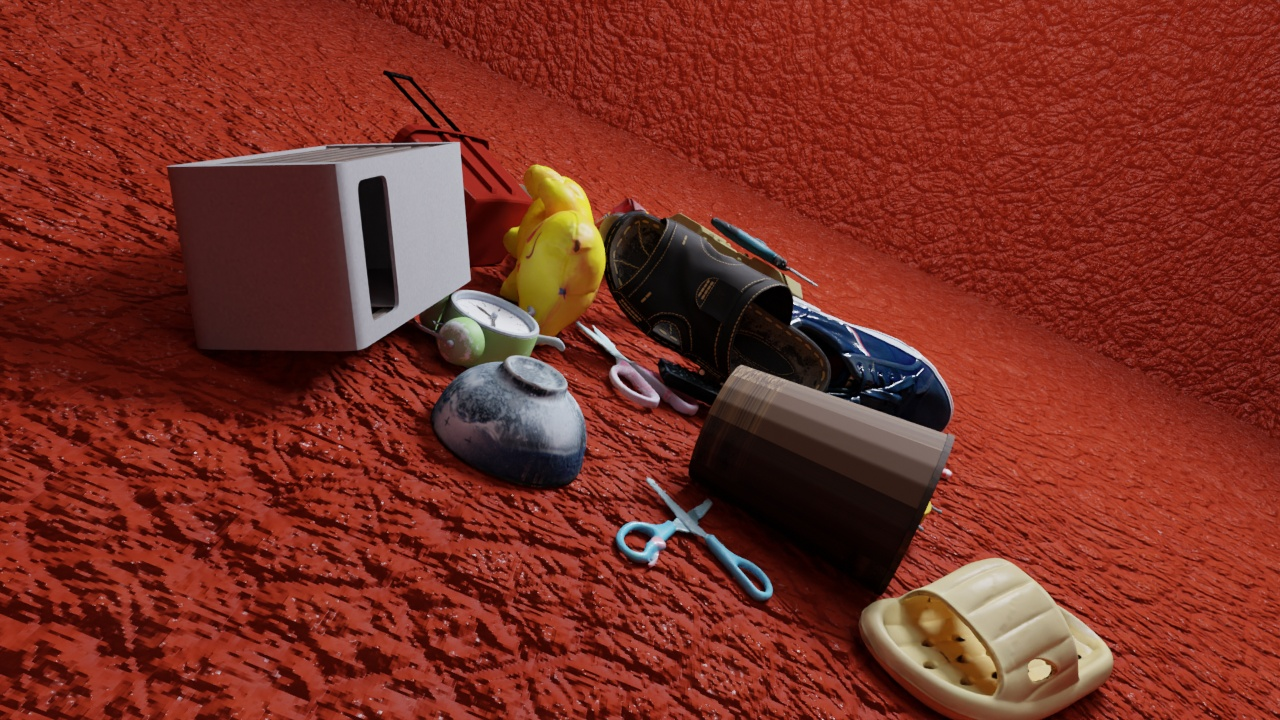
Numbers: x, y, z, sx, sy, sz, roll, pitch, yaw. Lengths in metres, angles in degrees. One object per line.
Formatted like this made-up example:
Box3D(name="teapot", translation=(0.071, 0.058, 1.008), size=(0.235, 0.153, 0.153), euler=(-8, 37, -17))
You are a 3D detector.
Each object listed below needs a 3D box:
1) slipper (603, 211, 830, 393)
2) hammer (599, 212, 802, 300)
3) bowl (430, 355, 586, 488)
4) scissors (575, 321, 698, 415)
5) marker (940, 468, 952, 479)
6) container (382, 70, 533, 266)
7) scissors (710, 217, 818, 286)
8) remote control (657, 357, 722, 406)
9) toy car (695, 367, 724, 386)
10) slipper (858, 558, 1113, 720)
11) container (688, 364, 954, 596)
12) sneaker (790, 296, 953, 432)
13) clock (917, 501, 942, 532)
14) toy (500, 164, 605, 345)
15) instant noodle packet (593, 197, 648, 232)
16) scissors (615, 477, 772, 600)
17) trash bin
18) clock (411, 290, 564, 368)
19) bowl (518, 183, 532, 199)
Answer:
Box3D(name="slipper", translation=(0.077, -0.045, 0.884), size=(0.268, 0.113, 0.076), euler=(37, -6, -6))
Box3D(name="hammer", translation=(0.044, -0.111, 1.048), size=(0.190, 0.101, 0.324), euler=(35, 10, 26))
Box3D(name="bowl", translation=(-0.084, 0.033, 0.649), size=(0.114, 0.061, 0.114), euler=(23, 20, -9))
Box3D(name="scissors", translation=(-0.024, 0.000, 0.889), size=(0.102, 0.016, 0.179), euler=(5, 28, -50))
Box3D(name="marker", translation=(0.287, 0.111, 0.998), size=(0.142, 0.013, 0.012), euler=(17, 20, -26))
Box3D(name="container", translation=(-0.227, -0.200, 0.990), size=(0.201, 0.127, 0.147), euler=(43, 24, 17))
Box3D(name="scissors", translation=(0.147, -0.132, 1.102), size=(0.127, 0.019, 0.142), euler=(27, 11, -28))
Box3D(name="remote control", translation=(0.083, 0.041, 0.887), size=(0.150, 0.022, 0.047), euler=(25, 13, -16))
Box3D(name="toy car", translation=(0.096, 0.015, 0.968), size=(0.040, 0.037, 0.092), euler=(34, 20, 25))
Box3D(name="slipper", translation=(0.269, 0.192, 0.653), size=(0.261, 0.079, 0.111), euler=(10, 27, -39))
Box3D(name="container", translation=(0.134, 0.082, 0.710), size=(0.167, 0.132, 0.132), euler=(25, 18, 16))
Box3D(name="sneaker", translation=(0.241, 0.030, 1.008), size=(0.294, 0.121, 0.127), euler=(26, 17, -22))
Box3D(name="clock", translation=(0.193, 0.106, 0.828), size=(0.152, 0.052, 0.113), euler=(38, 22, 22))
Box3D(name="toy", translation=(-0.082, -0.102, 0.901), size=(0.087, 0.135, 0.193), euler=(15, 26, -21))
Box3D(name="instant noodle packet", translation=(-0.031, -0.154, 1.130), size=(0.039, 0.098, 0.135), euler=(59, 5, 6))
Box3D(name="scissors", translation=(0.041, 0.126, 0.636), size=(0.134, 0.015, 0.134), euler=(33, 25, 16))
Box3D(name="trash bin", translation=(-0.217, -0.093, 0.671), size=(0.114, 0.114, 0.228), euler=(1, 17, 8))
Box3D(name="clock", translation=(-0.134, -0.024, 0.767), size=(0.119, 0.043, 0.094), euler=(12, 22, -36))
Box3D(name="bowl", translation=(-0.154, -0.180, 1.151), size=(0.152, 0.050, 0.152), euler=(23, 19, -8))
